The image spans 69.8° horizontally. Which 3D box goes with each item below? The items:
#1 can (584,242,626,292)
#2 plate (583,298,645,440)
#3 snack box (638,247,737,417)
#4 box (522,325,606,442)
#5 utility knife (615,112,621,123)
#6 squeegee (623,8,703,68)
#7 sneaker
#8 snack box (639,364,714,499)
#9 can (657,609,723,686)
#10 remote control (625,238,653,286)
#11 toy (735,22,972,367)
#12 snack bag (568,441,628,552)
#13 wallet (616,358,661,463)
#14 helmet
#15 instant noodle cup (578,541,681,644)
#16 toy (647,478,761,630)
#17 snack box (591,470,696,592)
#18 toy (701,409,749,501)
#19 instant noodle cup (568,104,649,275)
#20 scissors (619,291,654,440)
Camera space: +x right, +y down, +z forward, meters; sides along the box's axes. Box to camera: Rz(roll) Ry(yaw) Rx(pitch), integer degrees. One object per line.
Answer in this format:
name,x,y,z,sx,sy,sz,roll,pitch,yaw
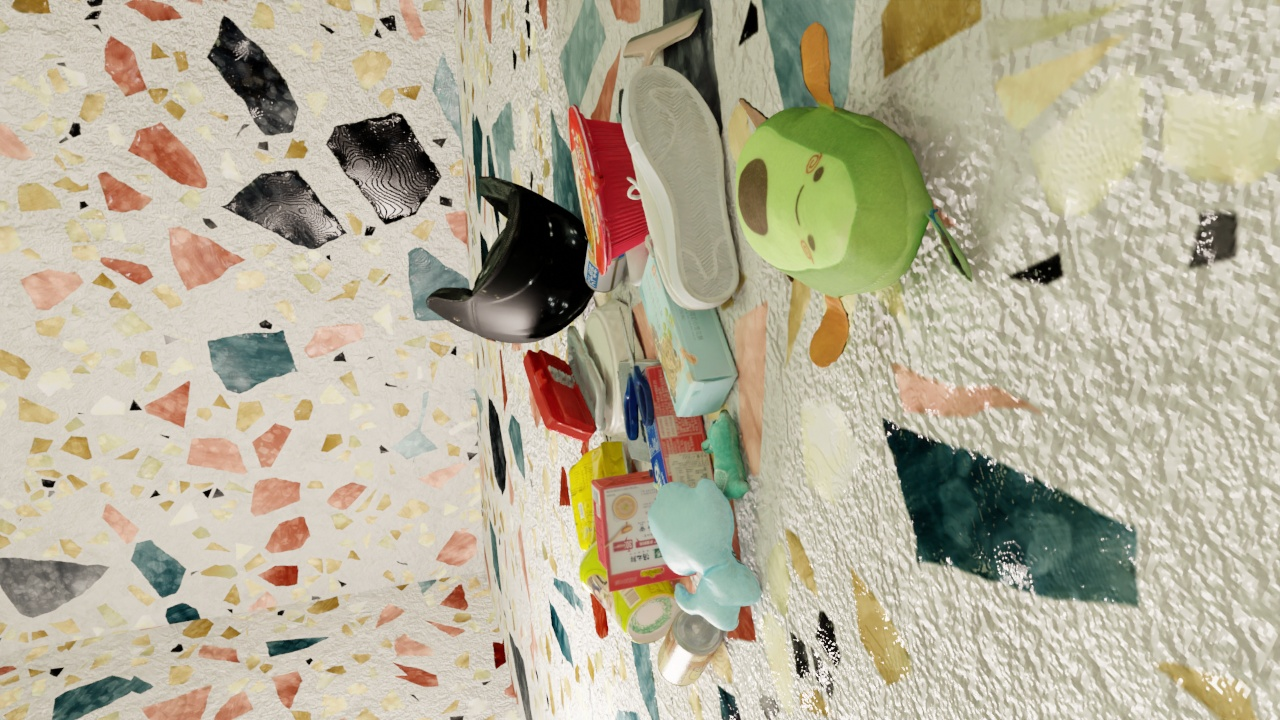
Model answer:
can,-0.045,-0.139,1.214,0.135,0.053,0.053,108,151,-68
plate,-0.040,0.017,1.296,0.205,0.045,0.205,173,90,-73
snack box,0.047,-0.033,0.965,0.074,0.051,0.174,107,152,-56
box,-0.095,0.022,1.302,0.099,0.095,0.201,-58,29,17
utility knife,-0.016,-0.230,1.172,0.029,0.013,0.186,143,119,-72
squeegee,0.014,-0.244,1.022,0.248,0.040,0.250,-146,51,-69
sneaker,0.036,-0.165,0.905,0.091,0.089,0.242,155,102,-78
snack box,0.042,0.109,1.024,0.057,0.058,0.207,125,137,-66
can,0.056,0.332,1.065,0.117,0.058,0.058,105,153,-51
remote control,-0.002,-0.161,1.124,0.056,0.020,0.136,-27,70,55
toy,0.120,-0.108,0.620,0.247,0.090,0.227,-137,37,-71
snack bag,-0.060,0.213,1.372,0.247,0.068,0.158,127,135,-73
wallet,0.010,0.063,1.159,0.107,0.037,0.130,4,101,63
helmet,-0.186,-0.138,1.414,0.233,0.230,0.275,-67,10,-11
instant noodle cup,-0.007,0.302,1.202,0.123,0.111,0.112,-133,39,-51
toy,0.059,0.190,0.928,0.156,0.049,0.162,39,127,13
snack box,0.004,0.198,1.090,0.044,0.113,0.127,-159,63,-71
toy,0.085,0.097,0.927,0.097,0.030,0.091,135,131,-67
instant noodle cup,-0.033,-0.197,1.046,0.194,0.066,0.194,167,91,-82
scissors,-0.009,0.015,1.046,0.162,0.012,0.163,-114,26,-53
